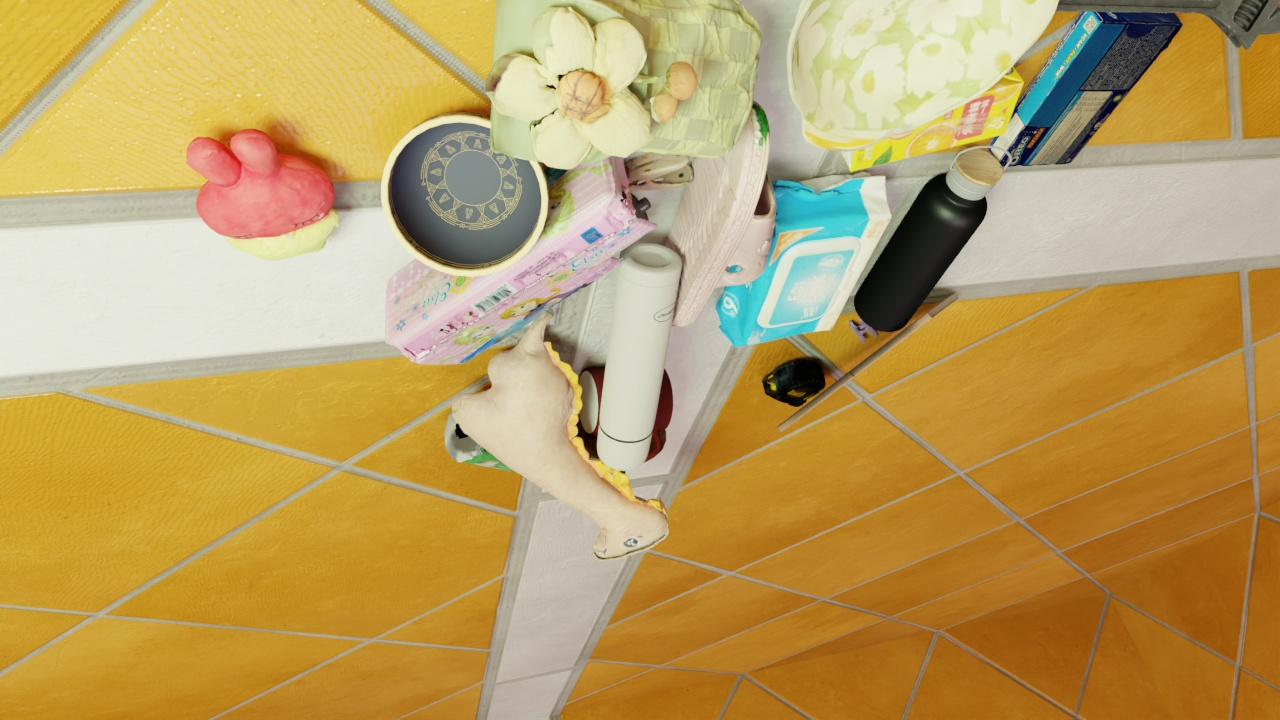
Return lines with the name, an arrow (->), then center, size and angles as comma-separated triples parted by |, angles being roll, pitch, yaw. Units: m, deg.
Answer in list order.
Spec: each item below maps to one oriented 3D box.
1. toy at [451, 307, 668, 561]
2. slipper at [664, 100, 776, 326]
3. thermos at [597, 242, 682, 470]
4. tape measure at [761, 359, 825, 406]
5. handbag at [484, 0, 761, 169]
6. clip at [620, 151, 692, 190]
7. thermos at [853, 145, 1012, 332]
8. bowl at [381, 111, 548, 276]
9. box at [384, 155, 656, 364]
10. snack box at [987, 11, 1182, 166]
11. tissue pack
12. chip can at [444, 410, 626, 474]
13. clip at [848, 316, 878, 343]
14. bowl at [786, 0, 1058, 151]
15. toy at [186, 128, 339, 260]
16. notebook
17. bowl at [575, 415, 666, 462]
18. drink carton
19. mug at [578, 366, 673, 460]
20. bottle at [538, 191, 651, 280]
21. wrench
toy -> -0.056, 0.088, 0.917 | 0.264, 0.065, 0.196 | 37, 111, -16
slipper -> 0.071, -0.107, 0.750 | 0.064, 0.094, 0.240 | -1, 151, -16
thermos -> -0.005, 0.005, 0.820 | 0.052, 0.052, 0.225 | -5, 128, -19
tape measure -> 0.183, 0.023, 1.081 | 0.067, 0.038, 0.063 | 17, 144, -42
handbag -> -0.005, -0.175, 0.561 | 0.186, 0.117, 0.113 | -3, 121, -20
clip -> 0.011, -0.152, 0.714 | 0.061, 0.024, 0.043 | -10, 150, -4
thermos -> 0.273, -0.116, 0.863 | 0.061, 0.061, 0.232 | -6, 149, -17
bowl -> -0.121, -0.123, 0.649 | 0.112, 0.061, 0.112 | -1, 117, -3
box -> -0.090, -0.069, 0.729 | 0.231, 0.085, 0.096 | -29, 138, 21
snack box -> 0.362, -0.224, 0.760 | 0.082, 0.027, 0.151 | -3, 146, -19
tissue pack -> 0.145, -0.092, 0.842 | 0.117, 0.066, 0.210 | -9, 148, -15
chip can -> -0.110, 0.095, 1.023 | 0.076, 0.075, 0.223 | -36, 145, 30
clip -> 0.255, -0.037, 1.037 | 0.053, 0.013, 0.036 | 19, 134, -42
bowl -> 0.180, -0.239, 0.614 | 0.188, 0.060, 0.220 | 2, 146, -30
toy -> -0.257, -0.111, 0.629 | 0.091, 0.045, 0.135 | -14, 156, -8
notebook -> 0.254, 0.002, 1.024 | 0.210, 0.008, 0.141 | -42, 170, 31
bowl -> -0.024, 0.087, 1.010 | 0.102, 0.114, 0.026 | 12, 118, 1
drink carton -> 0.227, -0.196, 0.725 | 0.134, 0.043, 0.059 | -14, 149, -4
mug -> -0.014, 0.056, 0.970 | 0.082, 0.105, 0.073 | -3, 157, -22
bottle -> -0.046, -0.097, 0.761 | 0.130, 0.040, 0.040 | -30, 148, 23
wrench -> 0.392, -0.271, 0.680 | 0.273, 0.018, 0.073 | -5, 120, -17
